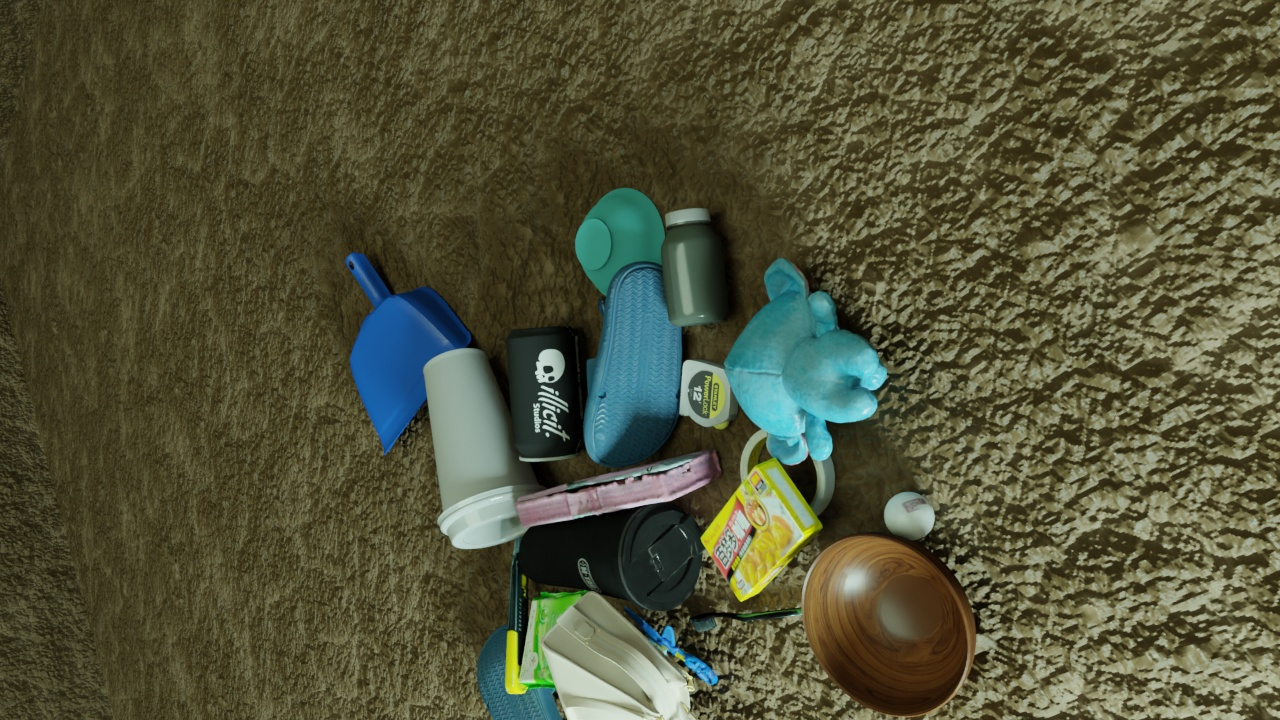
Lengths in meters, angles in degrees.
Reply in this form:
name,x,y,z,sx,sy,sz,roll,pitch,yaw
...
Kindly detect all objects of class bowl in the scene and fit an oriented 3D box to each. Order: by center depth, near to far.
name,x,y,z,sx,sy,sz,roll,pitch,yaw
bowl,0.214,0.209,0.758,0.147,0.068,0.147,6,99,42
bowl,-0.034,-0.122,0.972,0.121,0.046,0.121,5,98,43

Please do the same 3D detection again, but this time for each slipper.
name,x,y,z,sx,sy,sz,roll,pitch,yaw
slipper,-0.006,0.005,0.935,0.059,0.103,0.214,-154,71,-66
slipper,-0.133,0.411,1.111,0.104,0.059,0.213,-56,46,19

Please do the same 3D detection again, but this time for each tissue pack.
name,x,y,z,sx,sy,sz,roll,pitch,yaw
tissue pack,-0.095,0.322,1.057,0.100,0.034,0.113,-19,55,43

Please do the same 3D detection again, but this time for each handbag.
name,x,y,z,sx,sy,sz,roll,pitch,yaw
handbag,0.007,0.352,0.914,0.198,0.101,0.195,27,143,33

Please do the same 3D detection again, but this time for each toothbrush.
name,x,y,z,sx,sy,sz,roll,pitch,yaw
toothbrush,0.119,0.249,0.889,0.189,0.014,0.017,-20,93,42

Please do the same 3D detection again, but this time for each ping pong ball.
name,x,y,z,sx,sy,sz,roll,pitch,yaw
ping pong ball,0.223,0.129,0.761,0.040,0.040,0.040,5,97,43

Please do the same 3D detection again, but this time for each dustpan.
name,x,y,z,sx,sy,sz,roll,pitch,yaw
dustpan,-0.351,-0.043,1.267,0.257,0.059,0.246,53,127,13

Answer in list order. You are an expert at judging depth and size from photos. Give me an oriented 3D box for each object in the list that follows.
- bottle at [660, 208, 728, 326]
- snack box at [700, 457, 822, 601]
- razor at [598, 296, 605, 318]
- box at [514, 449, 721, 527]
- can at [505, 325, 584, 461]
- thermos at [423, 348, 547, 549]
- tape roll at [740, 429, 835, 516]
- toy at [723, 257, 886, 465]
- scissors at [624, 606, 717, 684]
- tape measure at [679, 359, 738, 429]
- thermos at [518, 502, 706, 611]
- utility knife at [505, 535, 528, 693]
name,x,y,z,sx,sy,sz,roll,pitch,yaw
bottle,0.051,-0.089,0.887,0.060,0.060,0.108,-7,89,43
snack box,0.108,0.160,0.849,0.075,0.025,0.153,57,147,23
razor,-0.023,-0.003,0.992,0.044,0.018,0.141,129,129,-76
box,-0.029,0.133,0.963,0.233,0.098,0.041,-19,89,44
can,-0.107,0.036,1.032,0.080,0.080,0.146,-2,92,43
thermos,-0.196,0.101,1.102,0.132,0.131,0.221,-39,61,38
tape roll,0.136,0.106,0.855,0.094,0.019,0.094,5,98,42
toy,0.151,0.005,0.773,0.181,0.114,0.183,-169,78,-64
scissors,0.026,0.290,0.942,0.125,0.016,0.125,45,151,-14
tape measure,0.067,0.034,0.913,0.065,0.016,0.064,12,102,42
thermos,-0.040,0.207,0.979,0.219,0.105,0.106,-12,86,48
utility knife,-0.146,0.295,1.100,0.020,0.028,0.197,-15,67,31
